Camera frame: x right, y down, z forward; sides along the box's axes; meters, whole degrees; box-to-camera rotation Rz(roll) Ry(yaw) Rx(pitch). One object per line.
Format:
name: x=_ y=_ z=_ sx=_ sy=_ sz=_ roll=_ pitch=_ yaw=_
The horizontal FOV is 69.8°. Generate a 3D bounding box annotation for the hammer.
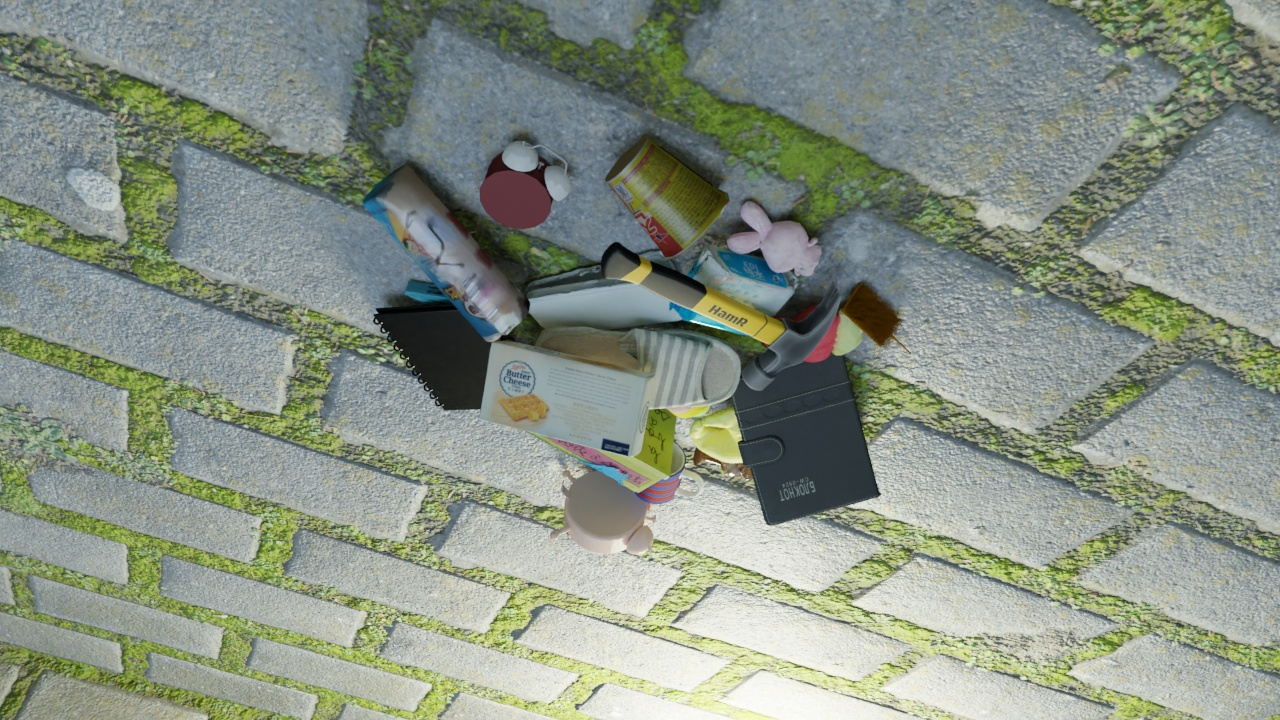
hammer: x=0.089 y=-0.065 z=1.048 sx=0.324 sy=0.034 sz=0.170 roll=21 pitch=127 yaw=-36

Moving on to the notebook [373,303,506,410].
notebook: x=-0.256 y=0.000 z=1.295 sx=0.169 sy=0.019 sz=0.232 roll=-2 pitch=143 yaw=17

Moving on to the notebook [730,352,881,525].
notebook: x=0.217 y=0.105 z=1.234 sx=0.169 sy=0.029 sz=0.209 roll=-16 pitch=92 yaw=4

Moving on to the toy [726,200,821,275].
toy: x=0.157 y=-0.139 z=1.070 sx=0.110 sy=0.047 sz=0.064 roll=25 pitch=114 yaw=-10

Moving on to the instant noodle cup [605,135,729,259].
instant noodle cup: x=0.022 y=-0.185 z=1.016 sx=0.112 sy=0.100 sz=0.101 roll=39 pitch=131 yaw=-19

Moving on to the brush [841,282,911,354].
brush: x=0.306 y=-0.044 z=1.152 sx=0.126 sy=0.048 sz=0.017 roll=37 pitch=173 yaw=-28

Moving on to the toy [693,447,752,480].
toy: x=0.136 y=0.157 z=1.408 sx=0.101 sy=0.041 sz=0.055 roll=26 pitch=158 yaw=-29

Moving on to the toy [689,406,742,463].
toy: x=0.158 y=0.106 z=1.324 sx=0.171 sy=0.064 sz=0.154 roll=-24 pitch=138 yaw=34

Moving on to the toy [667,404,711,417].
toy: x=0.073 y=0.036 z=1.273 sx=0.124 sy=0.096 sz=0.131 roll=-36 pitch=115 yaw=3

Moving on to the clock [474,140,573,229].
clock: x=-0.133 y=-0.202 z=1.053 sx=0.087 sy=0.044 sz=0.125 roll=33 pitch=133 yaw=-25

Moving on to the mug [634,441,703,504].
mug: x=0.044 y=0.178 z=1.410 sx=0.112 sy=0.074 sz=0.076 roll=25 pitch=140 yaw=12

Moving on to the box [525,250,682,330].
box: x=-0.047 y=-0.075 z=1.176 sx=0.214 sy=0.063 sz=0.118 roll=-10 pitch=138 yaw=19

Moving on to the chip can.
chip can: x=-0.230 y=-0.126 z=1.108 sx=0.080 sy=0.079 sz=0.229 roll=-23 pitch=121 yaw=30

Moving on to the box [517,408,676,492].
box: x=-0.056 y=0.085 z=1.301 sx=0.221 sy=0.124 sz=0.080 roll=31 pitch=136 yaw=-21

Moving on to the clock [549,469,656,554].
clock: x=-0.052 y=0.234 z=1.457 sx=0.160 sy=0.130 sz=0.086 roll=14 pitch=138 yaw=-5

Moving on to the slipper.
slipper: x=-0.007 y=0.007 z=1.189 sx=0.273 sy=0.054 sz=0.115 roll=5 pitch=115 yaw=6

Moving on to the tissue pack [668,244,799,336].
tissue pack: x=0.111 y=-0.085 z=1.105 sx=0.144 sy=0.061 sz=0.093 roll=10 pitch=135 yaw=-32

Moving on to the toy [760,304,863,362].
toy: x=0.221 y=-0.035 z=1.174 sx=0.135 sy=0.045 sz=0.092 roll=-2 pitch=136 yaw=4

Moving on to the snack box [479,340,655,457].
snack box: x=-0.092 y=0.045 z=1.157 sx=0.208 sy=0.057 sz=0.104 roll=13 pitch=99 yaw=13

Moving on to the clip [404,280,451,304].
clip: x=-0.237 y=-0.081 z=1.220 sx=0.119 sy=0.033 sz=0.120 roll=-21 pitch=132 yaw=33
